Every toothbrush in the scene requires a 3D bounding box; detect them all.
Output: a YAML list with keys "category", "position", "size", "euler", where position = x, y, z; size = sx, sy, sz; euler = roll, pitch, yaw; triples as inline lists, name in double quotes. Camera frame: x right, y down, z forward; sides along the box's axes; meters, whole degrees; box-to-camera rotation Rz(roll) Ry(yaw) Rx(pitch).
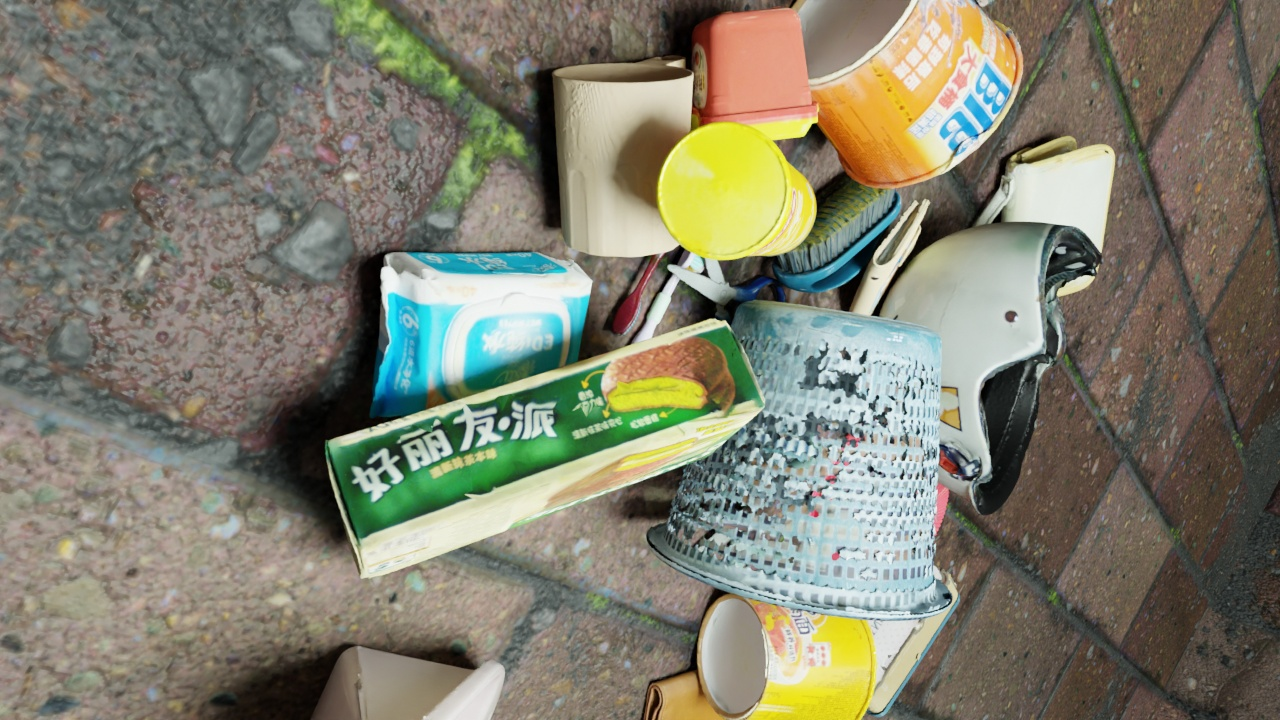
- category: "toothbrush"
  position: [0.028, -0.100, 0.659]
  size: [0.187, 0.016, 0.017]
  euler: [-62, 164, -4]
- category: "toothbrush"
  position: [-0.004, 0.004, 0.672]
  size: [0.189, 0.021, 0.029]
  euler: [-62, 161, -2]

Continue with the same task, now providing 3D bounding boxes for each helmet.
- category: "helmet"
  position: [0.296, -0.005, 0.844]
  size: [0.229, 0.157, 0.275]
  euler: [-40, 142, -39]

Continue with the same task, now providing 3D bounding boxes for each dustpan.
- category: "dustpan"
  position: [-0.143, 0.289, 0.547]
  size: [0.138, 0.273, 0.222]
  euler: [25, 94, -20]

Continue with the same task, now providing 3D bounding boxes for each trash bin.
- category: "trash bin"
  position: [0.131, 0.061, 0.683]
  size: [0.226, 0.227, 0.195]
  euler: [7, 94, -44]

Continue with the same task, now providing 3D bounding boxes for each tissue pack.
- category: "tissue pack"
  position: [-0.095, -0.015, 0.550]
  size: [0.139, 0.063, 0.090]
  euler: [-6, 114, -41]

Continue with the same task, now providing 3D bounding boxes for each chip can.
- category: "chip can"
  position: [0.068, -0.098, 0.574]
  size: [0.213, 0.072, 0.072]
  euler: [-22, 129, -74]

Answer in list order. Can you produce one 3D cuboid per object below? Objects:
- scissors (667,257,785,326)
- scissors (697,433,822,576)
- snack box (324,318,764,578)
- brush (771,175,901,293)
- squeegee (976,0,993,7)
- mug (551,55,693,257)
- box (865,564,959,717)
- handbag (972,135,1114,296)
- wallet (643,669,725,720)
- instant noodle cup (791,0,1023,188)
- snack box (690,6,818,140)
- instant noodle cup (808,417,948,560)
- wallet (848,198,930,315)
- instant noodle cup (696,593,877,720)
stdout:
- category: "scissors"
  position: [0.071, -0.049, 0.706]
  size: [0.156, 0.012, 0.166]
  euler: [-32, 136, -36]
- category: "scissors"
  position: [0.119, 0.135, 0.844]
  size: [0.179, 0.019, 0.170]
  euler: [-53, 133, -9]
- category: "snack box"
  position: [-0.056, 0.053, 0.539]
  size: [0.239, 0.063, 0.115]
  euler: [-18, 165, -19]
- category: "brush"
  position: [0.162, -0.100, 0.749]
  size: [0.143, 0.055, 0.073]
  euler: [-40, 132, -27]
- category: "squeegee"
  position: [0.234, -0.338, 0.679]
  size: [0.248, 0.040, 0.248]
  euler: [-67, 146, -45]
- category: "mug"
  position: [-0.003, -0.132, 0.581]
  size: [0.124, 0.084, 0.104]
  euler: [-44, 140, -56]
- category: "box"
  position: [0.263, 0.296, 0.996]
  size: [0.184, 0.090, 0.059]
  euler: [-51, 135, -9]
- category: "handbag"
  position: [0.399, -0.138, 0.958]
  size: [0.178, 0.063, 0.163]
  euler: [-18, 120, -19]
- category: "wallet"
  position: [0.052, 0.345, 0.869]
  size: [0.130, 0.035, 0.119]
  euler: [0, 102, -42]
- category: "instant noodle cup"
  position: [0.177, -0.216, 0.657]
  size: [0.111, 0.151, 0.151]
  euler: [32, 86, -37]
- category: "snack box"
  position: [0.071, -0.186, 0.601]
  size: [0.082, 0.091, 0.080]
  euler: [-7, 106, -6]
- category: "instant noodle cup"
  position: [0.253, 0.152, 0.940]
  size: [0.193, 0.066, 0.194]
  euler: [-20, 121, -36]
- category: "wallet"
  position: [0.214, -0.085, 0.797]
  size: [0.087, 0.024, 0.115]
  euler: [-49, 162, -18]
- category: "instant noodle cup"
  position: [0.124, 0.267, 0.826]
  size: [0.109, 0.138, 0.138]
  euler: [11, 101, -28]
